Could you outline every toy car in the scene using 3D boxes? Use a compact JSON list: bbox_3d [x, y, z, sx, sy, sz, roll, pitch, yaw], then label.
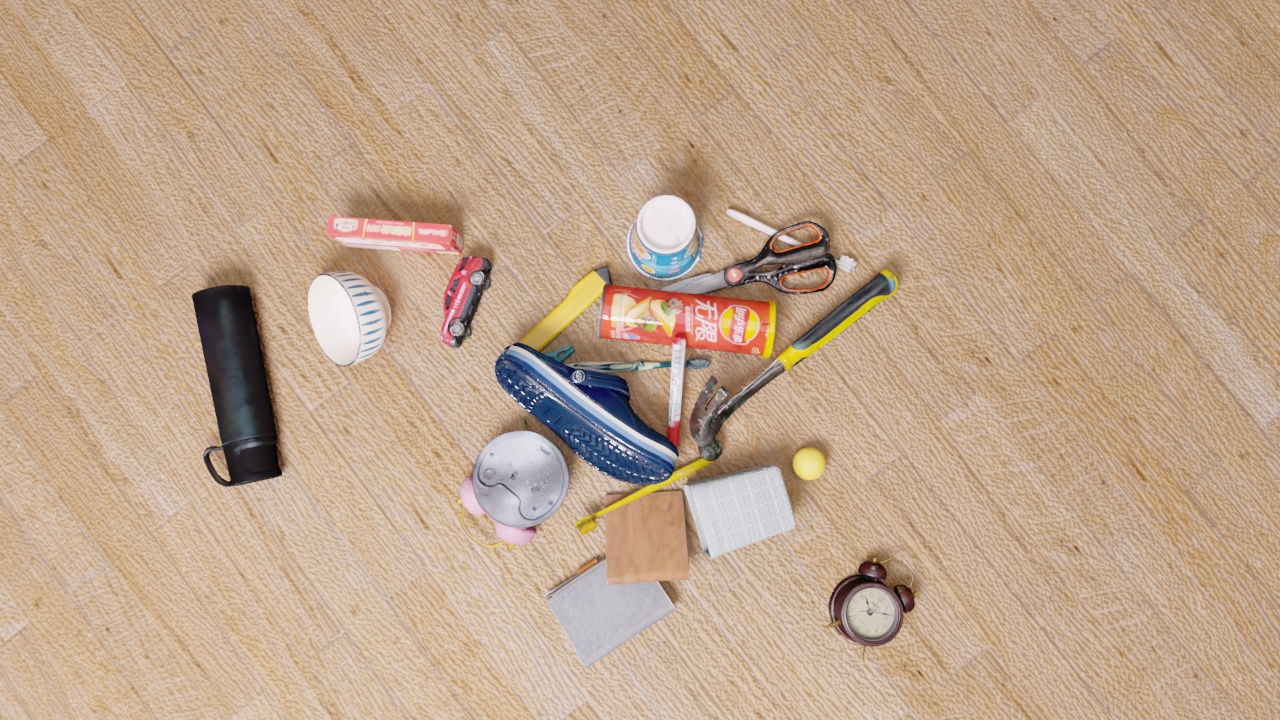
[{"bbox_3d":[-0.223,-0.075,1.153,0.045,0.053,0.120,18,83,4],"label":"toy car"}]

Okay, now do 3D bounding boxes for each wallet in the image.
[{"bbox_3d":[0.006,0.215,1.123,0.101,0.020,0.115,-4,62,-1],"label":"wallet"},{"bbox_3d":[-0.039,0.295,1.124,0.129,0.037,0.106,-31,73,-11],"label":"wallet"}]

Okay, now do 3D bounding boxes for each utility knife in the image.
[{"bbox_3d":[-0.103,-0.056,1.167,0.176,0.015,0.033,-42,81,-2],"label":"utility knife"}]

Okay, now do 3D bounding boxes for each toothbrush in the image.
[{"bbox_3d":[-0.007,0.007,1.159,0.191,0.018,0.016,-2,85,0],"label":"toothbrush"},{"bbox_3d":[0.193,-0.156,1.172,0.180,0.016,0.016,25,78,2],"label":"toothbrush"},{"bbox_3d":[0.007,0.165,1.131,0.190,0.016,0.016,-26,63,-11],"label":"toothbrush"}]

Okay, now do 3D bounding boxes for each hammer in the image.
[{"bbox_3d":[0.189,-0.007,1.118,0.323,0.126,0.032,-37,58,-10],"label":"hammer"}]

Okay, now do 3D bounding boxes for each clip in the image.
[{"bbox_3d":[-0.109,-0.003,1.164,0.055,0.013,0.034,-27,86,1],"label":"clip"}]

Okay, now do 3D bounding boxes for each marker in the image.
[{"bbox_3d":[0.044,0.038,1.126,0.017,0.017,0.145,3,111,1],"label":"marker"}]

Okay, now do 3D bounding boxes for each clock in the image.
[{"bbox_3d":[-0.156,0.159,1.128,0.117,0.060,0.158,39,85,3],"label":"clock"},{"bbox_3d":[0.282,0.294,1.113,0.082,0.055,0.122,41,85,4],"label":"clock"}]

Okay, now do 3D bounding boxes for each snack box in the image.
[{"bbox_3d":[-0.305,-0.156,1.148,0.153,0.075,0.025,4,85,1],"label":"snack box"}]

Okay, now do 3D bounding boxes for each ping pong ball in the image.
[{"bbox_3d":[0.209,0.128,1.135,0.040,0.040,0.040,0,85,1],"label":"ping pong ball"}]

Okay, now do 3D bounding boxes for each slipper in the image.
[{"bbox_3d":[-0.060,0.057,1.121,0.253,0.105,0.095,35,64,0],"label":"slipper"}]

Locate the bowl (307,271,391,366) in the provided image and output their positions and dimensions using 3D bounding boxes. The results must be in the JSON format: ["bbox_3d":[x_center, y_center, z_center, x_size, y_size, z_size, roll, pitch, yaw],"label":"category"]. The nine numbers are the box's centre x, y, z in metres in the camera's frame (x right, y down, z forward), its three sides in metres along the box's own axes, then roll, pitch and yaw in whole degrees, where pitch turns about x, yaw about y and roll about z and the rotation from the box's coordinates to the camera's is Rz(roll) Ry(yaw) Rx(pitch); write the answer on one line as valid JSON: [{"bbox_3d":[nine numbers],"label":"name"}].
[{"bbox_3d":[-0.352,-0.056,1.135,0.066,0.117,0.116,-21,83,-45],"label":"bowl"}]

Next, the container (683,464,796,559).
[{"bbox_3d":[0.120,0.177,1.110,0.111,0.090,0.090,-17,85,-4],"label":"container"}]

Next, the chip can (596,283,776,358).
[{"bbox_3d":[0.057,-0.051,1.136,0.216,0.073,0.073,7,85,1],"label":"chip can"}]

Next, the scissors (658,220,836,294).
[{"bbox_3d":[0.136,-0.096,1.160,0.235,0.021,0.139,-35,93,6],"label":"scissors"}]

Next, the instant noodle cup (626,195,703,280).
[{"bbox_3d":[0.031,-0.156,1.126,0.099,0.110,0.099,0,84,1],"label":"instant noodle cup"}]

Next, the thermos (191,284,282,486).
[{"bbox_3d":[-0.510,0.033,1.137,0.090,0.068,0.242,-11,85,-5],"label":"thermos"}]
